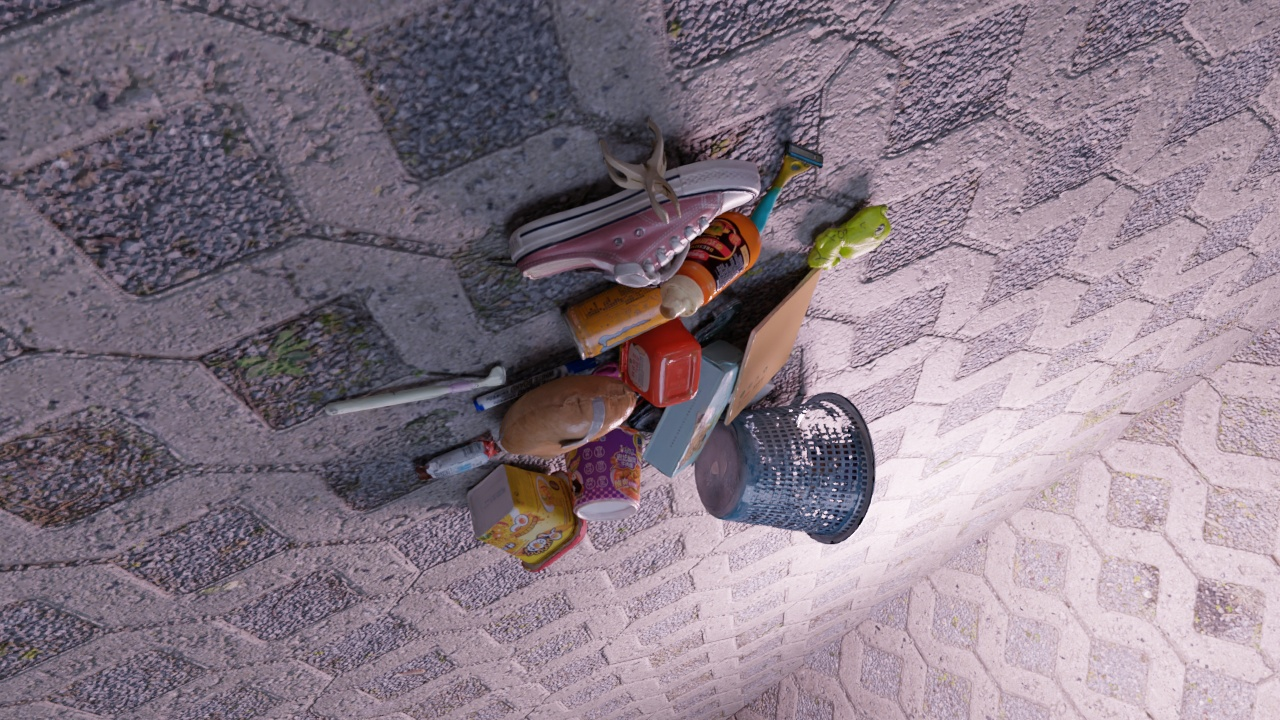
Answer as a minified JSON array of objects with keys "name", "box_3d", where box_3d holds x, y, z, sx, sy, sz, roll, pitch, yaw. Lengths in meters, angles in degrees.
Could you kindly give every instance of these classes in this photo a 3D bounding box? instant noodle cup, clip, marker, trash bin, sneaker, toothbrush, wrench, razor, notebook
[{"name":"instant noodle cup","box_3d":[-0.047,0.149,1.182,0.111,0.099,0.112,-2,152,-1]},{"name":"clip","box_3d":[-0.005,-0.159,0.789,0.095,0.102,0.035,-3,152,7]},{"name":"instant noodle cup","box_3d":[-0.152,0.199,1.201,0.116,0.116,0.123,-40,136,20]},{"name":"marker","box_3d":[-0.119,0.025,1.043,0.145,0.017,0.017,-21,149,-11]},{"name":"trash bin","box_3d":[0.194,0.154,1.331,0.194,0.226,0.227,4,139,-24]},{"name":"sneaker","box_3d":[0.004,-0.111,0.840,0.241,0.088,0.118,-20,174,-7]},{"name":"toothbrush","box_3d":[-0.233,0.033,0.962,0.189,0.020,0.029,-12,140,-25]},{"name":"wrench","box_3d":[0.031,0.013,1.141,0.274,0.016,0.056,-44,160,28]},{"name":"razor","box_3d":[0.137,-0.165,0.949,0.043,0.028,0.133,14,131,-19]},{"name":"notebook","box_3d":[0.167,-0.017,1.163,0.147,0.008,0.208,-43,159,-29]}]

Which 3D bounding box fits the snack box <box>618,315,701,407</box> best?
[{"name":"snack box","box_3d":[0.023,0.001,1.038,0.081,0.080,0.091,-13,125,-25]}]

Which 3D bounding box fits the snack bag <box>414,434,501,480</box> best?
[{"name":"snack bag","box_3d":[-0.218,0.120,1.098,0.105,0.026,0.045,-20,158,-11]}]

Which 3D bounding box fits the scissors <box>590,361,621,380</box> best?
[{"name":"scissors","box_3d":[-0.006,0.007,1.109,0.135,0.017,0.108,-22,159,-24]}]

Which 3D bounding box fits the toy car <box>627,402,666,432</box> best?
[{"name":"toy car","box_3d":[0.024,0.076,1.216,0.049,0.031,0.105,-40,159,23]}]

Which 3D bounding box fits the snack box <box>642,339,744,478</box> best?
[{"name":"snack box","box_3d":[0.069,0.061,1.157,0.074,0.051,0.175,-25,145,-56]}]

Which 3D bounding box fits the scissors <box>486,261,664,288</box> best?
[{"name":"scissors","box_3d":[-0.064,-0.093,0.899,0.175,0.132,0.014,14,116,7]}]

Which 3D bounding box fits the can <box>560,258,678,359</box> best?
[{"name":"can","box_3d":[-0.007,-0.056,0.969,0.146,0.058,0.058,-26,150,-4]}]

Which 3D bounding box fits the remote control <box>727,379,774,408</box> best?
[{"name":"remote control","box_3d":[0.124,0.032,1.248,0.058,0.021,0.150,-41,148,22]}]

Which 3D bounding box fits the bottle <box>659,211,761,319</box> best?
[{"name":"bottle","box_3d":[0.064,-0.089,0.912,0.149,0.067,0.067,-48,165,-37]}]

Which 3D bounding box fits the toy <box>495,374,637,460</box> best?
[{"name":"toy","box_3d":[-0.100,0.075,1.068,0.143,0.082,0.227,-3,164,-27]}]

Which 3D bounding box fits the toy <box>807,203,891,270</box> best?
[{"name":"toy","box_3d":[0.245,-0.142,1.071,0.100,0.031,0.097,-11,146,-19]}]
